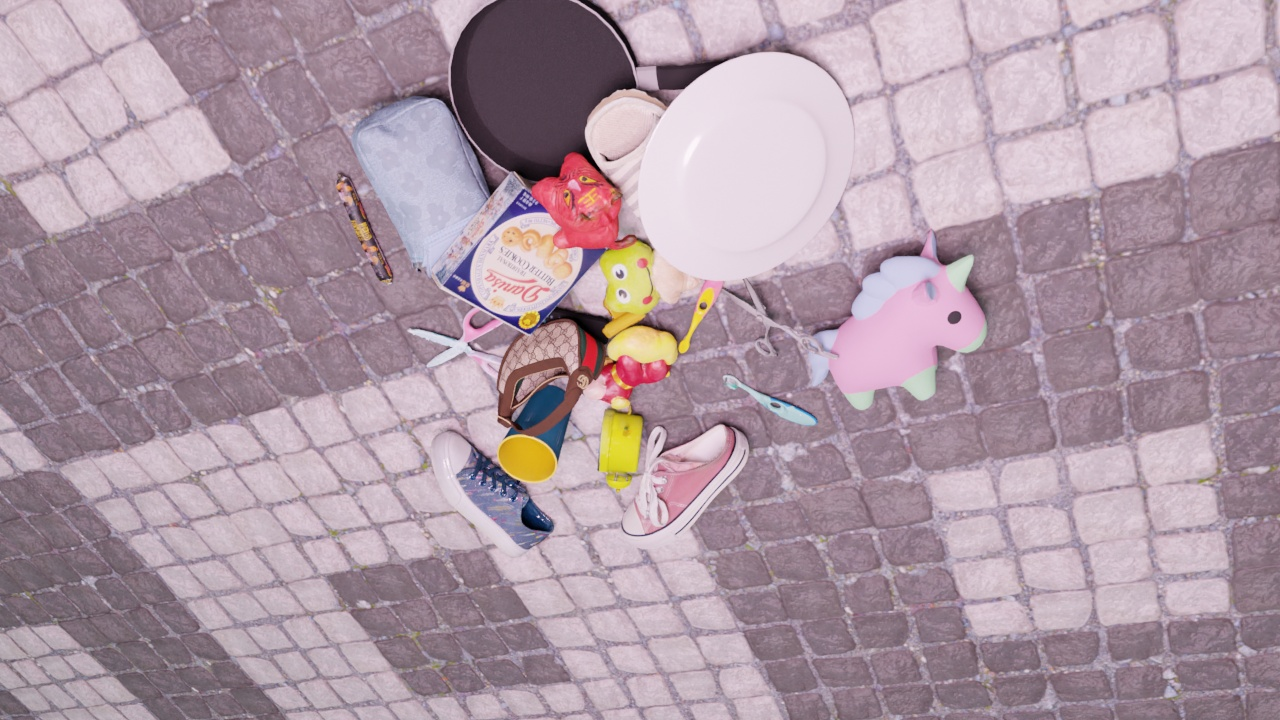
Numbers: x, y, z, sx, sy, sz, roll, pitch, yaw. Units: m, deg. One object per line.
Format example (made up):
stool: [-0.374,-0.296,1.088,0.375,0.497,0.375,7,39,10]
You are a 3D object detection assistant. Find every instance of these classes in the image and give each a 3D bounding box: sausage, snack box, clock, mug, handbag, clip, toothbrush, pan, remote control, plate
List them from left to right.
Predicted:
sausage: [-0.339,-0.158,1.124,0.020,0.020,0.155,-6,123,17]
handbag: [-0.236,-0.194,1.016,0.121,0.118,0.192,-31,119,-9]
snack box: [-0.133,-0.114,1.025,0.145,0.042,0.144,-48,137,10]
mug: [-0.131,0.089,1.188,0.078,0.121,0.078,6,126,8]
handbag: [-0.119,0.026,1.114,0.167,0.138,0.063,-14,140,41]
remote control: [-0.112,-0.053,1.145,0.152,0.020,0.041,13,139,5]
pan: [-0.025,-0.288,0.943,0.356,0.044,0.204,-2,124,14]
clip: [-0.027,-0.056,1.114,0.054,0.048,0.045,-31,139,-11]
clock: [-0.029,0.118,1.210,0.057,0.083,0.119,6,124,0]
toothbrush: [0.072,-0.059,1.092,0.021,0.016,0.136,25,133,2]
plate: [0.113,-0.185,0.923,0.242,0.016,0.243,-12,127,-17]
toothbrush: [0.163,0.052,1.157,0.135,0.017,0.022,27,123,-6]

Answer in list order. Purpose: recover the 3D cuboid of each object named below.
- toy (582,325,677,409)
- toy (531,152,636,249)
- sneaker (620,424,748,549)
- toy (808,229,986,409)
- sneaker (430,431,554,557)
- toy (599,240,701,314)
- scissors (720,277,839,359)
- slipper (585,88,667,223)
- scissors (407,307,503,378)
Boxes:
toy: [-0.007,0.007,1.139,0.105,0.067,0.138,19,133,-32]
toy: [-0.044,-0.144,0.966,0.088,0.094,0.133,-52,138,-4]
sneaker: [0.037,0.165,1.217,0.087,0.118,0.242,24,124,-30]
toy: [0.274,-0.034,1.019,0.223,0.119,0.171,-13,123,30]
sneaker: [-0.207,0.189,1.303,0.079,0.087,0.235,-22,120,20]
toy: [0.013,-0.098,1.069,0.118,0.043,0.092,-4,114,12]
scissors: [0.154,-0.042,1.057,0.175,0.014,0.142,30,155,29]
slipper: [0.050,-0.175,0.973,0.115,0.053,0.272,-24,132,35]
scissors: [-0.213,-0.011,1.197,0.171,0.014,0.168,-28,121,34]
